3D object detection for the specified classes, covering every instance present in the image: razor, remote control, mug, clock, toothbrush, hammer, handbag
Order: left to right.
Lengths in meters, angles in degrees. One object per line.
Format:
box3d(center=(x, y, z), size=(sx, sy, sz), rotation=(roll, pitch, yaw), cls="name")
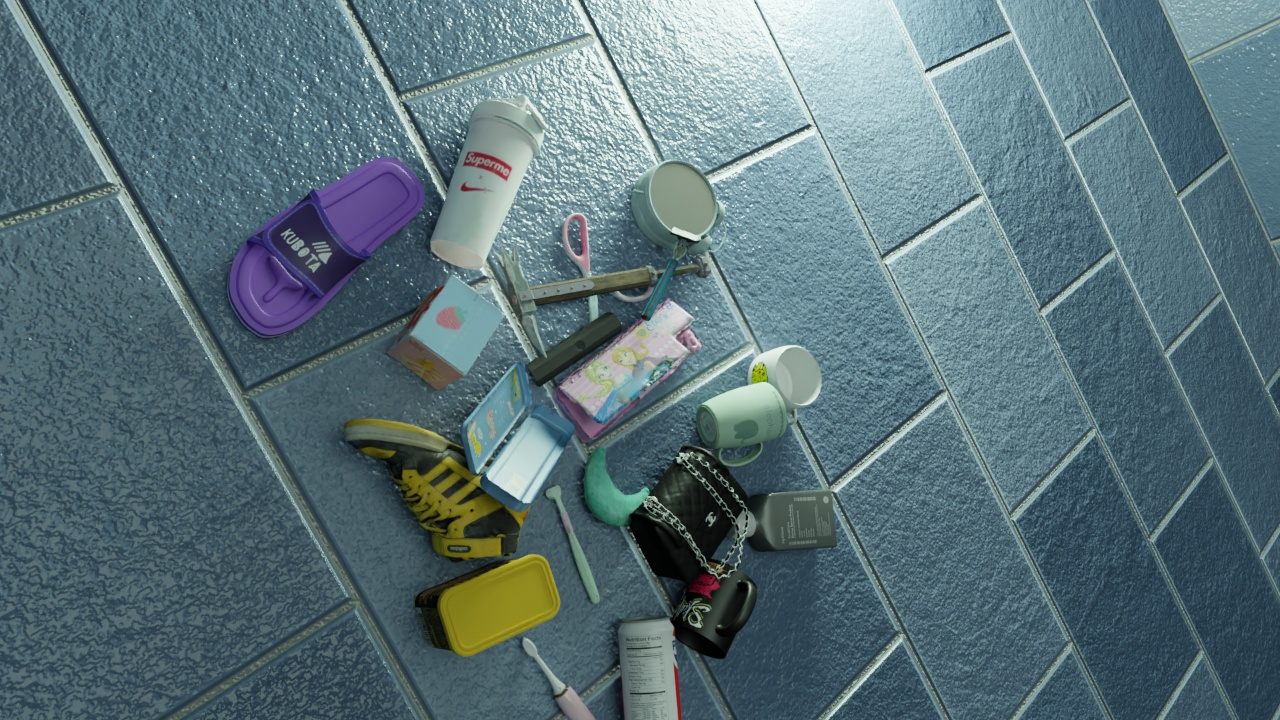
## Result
box3d(center=(-0.082, 0.229, 1.135), size=(0.022, 0.015, 0.154), rotation=(-21, 91, -32), cls="toothbrush")
box3d(center=(-0.085, -0.016, 1.185), size=(0.146, 0.015, 0.033), rotation=(-35, 100, -29), cls="remote control")
box3d(center=(-0.076, 0.416, 1.088), size=(0.027, 0.026, 0.222), rotation=(-36, 99, -13), cls="toothbrush")
box3d(center=(-0.029, -0.100, 1.217), size=(0.316, 0.028, 0.147), rotation=(-14, 81, -34), cls="hammer")
box3d(center=(0.035, -0.114, 1.233), size=(0.042, 0.022, 0.143), rotation=(22, 70, 12), cls="razor")
box3d(center=(0.060, -0.216, 1.311), size=(0.159, 0.045, 0.122), rotation=(36, 63, -19), cls="clock")
box3d(center=(0.071, 0.194, 1.169), size=(0.153, 0.115, 0.125), rotation=(-48, 121, -28), cls="handbag")
box3d(center=(0.102, 0.316, 1.167), size=(0.082, 0.118, 0.098), rotation=(41, 61, -17), cls="mug")
box3d(center=(0.136, 0.094, 1.272), size=(0.103, 0.084, 0.111), rotation=(-13, 114, -24), cls="mug")
box3d(center=(0.208, 0.039, 1.329), size=(0.094, 0.068, 0.115), rotation=(6, 76, -31), cls="mug")

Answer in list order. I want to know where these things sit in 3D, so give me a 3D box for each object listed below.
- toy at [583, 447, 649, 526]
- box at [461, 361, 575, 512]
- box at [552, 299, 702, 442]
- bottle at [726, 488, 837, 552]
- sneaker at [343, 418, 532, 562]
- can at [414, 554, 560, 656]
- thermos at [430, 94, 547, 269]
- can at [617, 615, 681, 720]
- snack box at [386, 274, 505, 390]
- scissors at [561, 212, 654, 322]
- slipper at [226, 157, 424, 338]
box3d(center=(-0.035, 0.169, 1.171), size=(0.105, 0.033, 0.084), rotation=(44, 46, -18), cls="toy")
box3d(center=(-0.144, 0.085, 1.053), size=(0.125, 0.043, 0.209), rotation=(53, 20, -10), cls="box")
box3d(center=(-0.006, 0.007, 1.201), size=(0.229, 0.071, 0.084), rotation=(-40, 101, -32), cls="box")
box3d(center=(0.195, 0.227, 1.290), size=(0.173, 0.046, 0.083), rotation=(3, 77, -32), cls="bottle")
box3d(center=(-0.228, 0.152, 1.016), size=(0.238, 0.086, 0.122), rotation=(24, 63, -30), cls="sneaker")
box3d(center=(-0.173, 0.269, 1.016), size=(0.130, 0.101, 0.072), rotation=(-17, 88, -34), cls="can")
box3d(center=(-0.186, -0.224, 1.132), size=(0.099, 0.100, 0.220), rotation=(25, 70, -25), cls="thermos")
box3d(center=(0.011, 0.384, 1.123), size=(0.070, 0.070, 0.132), rotation=(2, 78, -32), cls="can")
box3d(center=(-0.225, -0.031, 1.058), size=(0.079, 0.095, 0.092), rotation=(39, 62, -19), cls="snack box")
box3d(center=(-0.054, -0.114, 1.234), size=(0.176, 0.013, 0.170), rotation=(-1, 79, -32), cls="scissors")
box3d(center=(-0.340, -0.142, 1.018), size=(0.107, 0.084, 0.265), rotation=(49, 58, -13), cls="slipper")
